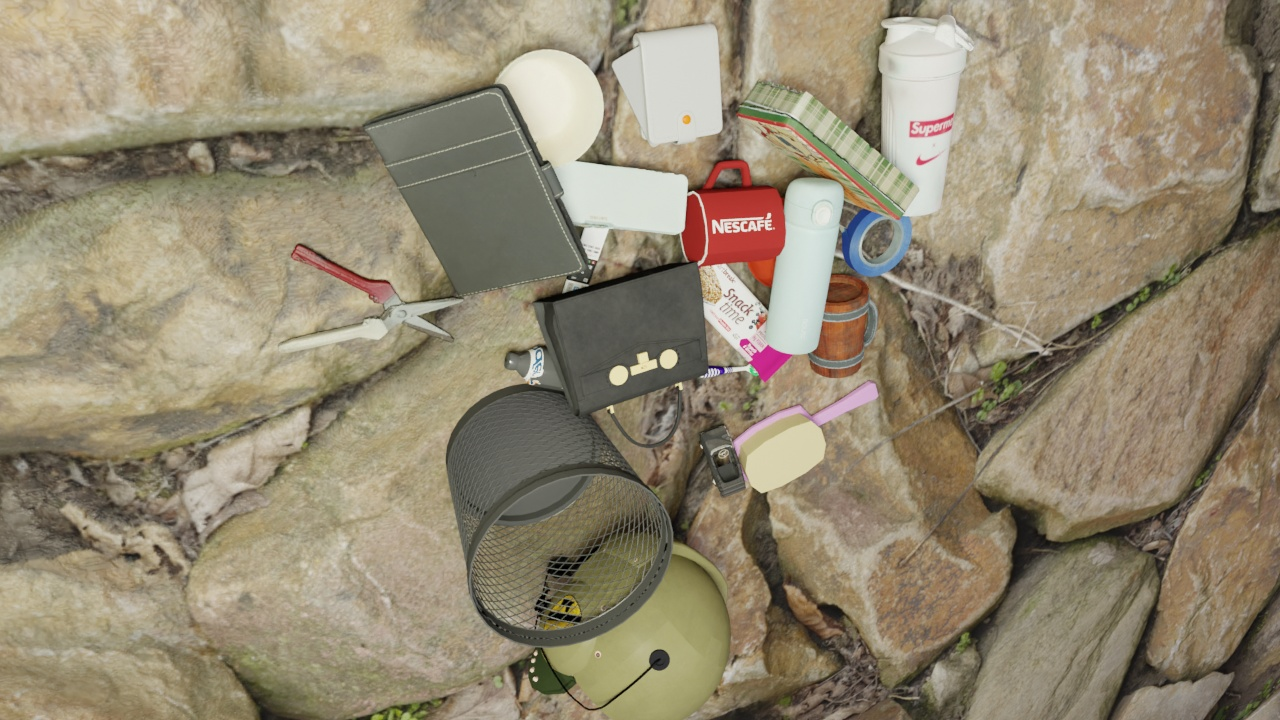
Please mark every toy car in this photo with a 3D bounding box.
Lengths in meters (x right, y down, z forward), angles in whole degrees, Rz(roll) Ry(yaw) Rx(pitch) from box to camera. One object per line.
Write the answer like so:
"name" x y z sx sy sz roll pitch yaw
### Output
"toy car" 0.109 0.132 1.207 0.040 0.037 0.092 -19 89 -11

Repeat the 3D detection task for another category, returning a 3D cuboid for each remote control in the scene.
"remote control" -0.068 -0.102 1.043 0.028 0.012 0.124 11 111 -27

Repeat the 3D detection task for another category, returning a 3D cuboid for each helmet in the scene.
"helmet" -0.003 0.325 1.135 0.233 0.255 0.250 -42 127 7

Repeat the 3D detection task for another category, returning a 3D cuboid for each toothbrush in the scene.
"toothbrush" 0.083 0.015 1.164 0.186 0.016 0.015 -4 111 -21

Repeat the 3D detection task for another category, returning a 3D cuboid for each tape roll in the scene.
"tape roll" 0.301 -0.153 1.165 0.093 0.016 0.091 -28 123 -7

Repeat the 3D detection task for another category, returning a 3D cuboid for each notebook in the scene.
"notebook" -0.158 -0.164 0.919 0.170 0.029 0.209 -9 129 22

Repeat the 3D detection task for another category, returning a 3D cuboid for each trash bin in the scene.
"trash bin" -0.107 0.160 1.035 0.217 0.227 0.218 -10 119 -18

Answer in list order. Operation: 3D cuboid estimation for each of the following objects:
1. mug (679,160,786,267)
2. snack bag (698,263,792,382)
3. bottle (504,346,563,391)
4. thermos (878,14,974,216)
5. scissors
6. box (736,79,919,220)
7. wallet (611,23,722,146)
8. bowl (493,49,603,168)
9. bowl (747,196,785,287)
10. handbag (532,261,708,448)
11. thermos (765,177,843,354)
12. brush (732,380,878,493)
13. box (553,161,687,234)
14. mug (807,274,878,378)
"mug" 0.101 -0.168 1.043 0.096 0.080 0.116 -8 89 -19
"snack bag" 0.122 -0.055 1.134 0.070 0.016 0.196 -45 118 2
"bottle" -0.104 0.010 1.067 0.112 0.047 0.047 11 111 -27
"thermos" 0.324 -0.283 1.065 0.099 0.099 0.221 -17 125 -14
"scissors" -0.298 -0.052 0.974 0.179 0.015 0.198 -40 124 0
"box" 0.211 -0.234 1.028 0.205 0.117 0.050 28 101 -33
"wallet" 0.027 -0.287 0.971 0.115 0.037 0.118 -13 117 -16
"bowl" -0.101 -0.256 0.919 0.115 0.062 0.115 -9 119 -18
"bowl" 0.191 -0.138 1.116 0.122 0.035 0.122 -9 119 -18
"handbag" -0.006 0.006 1.039 0.175 0.072 0.196 -18 101 -22
"thermos" 0.189 -0.111 1.063 0.065 0.077 0.207 1 120 -6
"brush" 0.233 0.097 1.252 0.228 0.043 0.089 -28 123 -7
"box" -0.047 -0.179 0.986 0.198 0.067 0.084 1 119 -18
"mug" 0.262 -0.049 1.175 0.117 0.081 0.111 -29 129 -29
